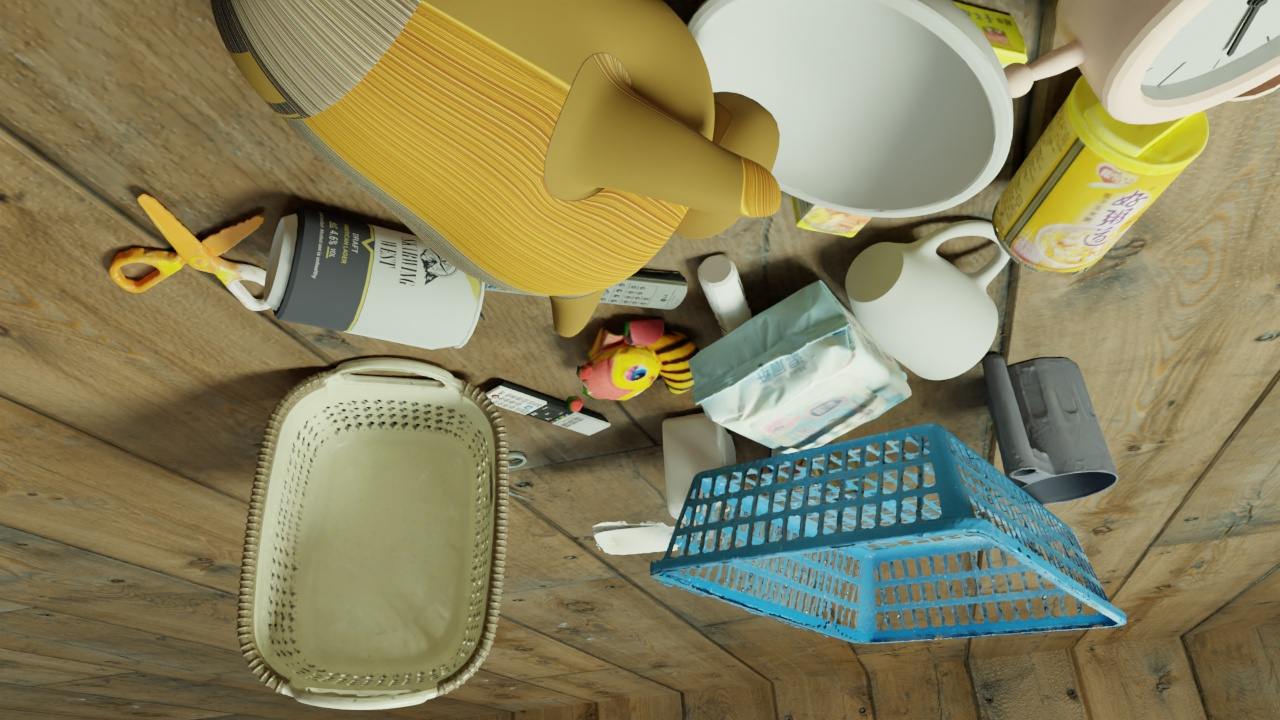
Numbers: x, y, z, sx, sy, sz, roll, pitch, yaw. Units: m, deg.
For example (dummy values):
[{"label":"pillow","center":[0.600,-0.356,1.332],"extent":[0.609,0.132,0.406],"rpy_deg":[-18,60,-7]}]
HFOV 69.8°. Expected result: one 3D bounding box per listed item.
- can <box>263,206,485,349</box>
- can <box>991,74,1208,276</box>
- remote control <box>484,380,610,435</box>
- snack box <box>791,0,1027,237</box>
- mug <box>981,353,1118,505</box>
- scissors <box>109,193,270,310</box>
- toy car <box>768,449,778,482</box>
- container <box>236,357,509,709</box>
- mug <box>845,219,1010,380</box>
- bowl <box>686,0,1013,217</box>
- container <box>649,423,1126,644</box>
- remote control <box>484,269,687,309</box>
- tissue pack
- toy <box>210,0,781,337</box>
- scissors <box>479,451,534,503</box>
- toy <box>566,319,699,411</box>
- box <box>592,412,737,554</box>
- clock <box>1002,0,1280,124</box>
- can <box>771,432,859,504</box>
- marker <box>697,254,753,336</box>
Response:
[{"label":"can","center":[-0.150,-0.045,0.541],"extent":[0.127,0.064,0.064],"rpy_deg":[12,149,-29]},{"label":"can","center":[0.241,-0.099,0.490],"extent":[0.067,0.067,0.105],"rpy_deg":[-2,153,-5]},{"label":"remote control","center":[-0.079,0.040,0.773],"extent":[0.028,0.011,0.124],"rpy_deg":[-26,146,36]},{"label":"snack box","center":[0.132,-0.119,0.478],"extent":[0.040,0.028,0.148],"rpy_deg":[6,151,-21]},{"label":"mug","center":[0.329,0.056,0.765],"extent":[0.123,0.103,0.084],"rpy_deg":[19,145,-38]},{"label":"scissors","center":[-0.260,-0.060,0.553],"extent":[0.126,0.011,0.127],"rpy_deg":[-19,151,29]},{"label":"toy car","center":[0.128,0.122,0.937],"extent":[0.062,0.033,0.092],"rpy_deg":[-21,149,16]},{"label":"container","center":[-0.198,0.136,0.708],"extent":[0.184,0.245,0.143],"rpy_deg":[5,161,-10]},{"label":"mug","center":[0.189,-0.050,0.594],"extent":[0.089,0.071,0.107],"rpy_deg":[29,111,-35]},{"label":"bowl","center":[0.094,-0.126,0.411],"extent":[0.149,0.043,0.150],"rpy_deg":[23,160,9]},{"label":"container","center":[0.211,0.156,0.751],"extent":[0.258,0.089,0.362],"rpy_deg":[-17,148,35]},{"label":"remote control","center":[-0.036,-0.050,0.601],"extent":[0.136,0.013,0.033],"rpy_deg":[4,152,-16]},{"label":"tissue pack","center":[0.121,0.016,0.662],"extent":[0.112,0.070,0.181],"rpy_deg":[-32,151,19]},{"label":"toy","center":[-0.059,-0.116,0.354],"extent":[0.203,0.162,0.199],"rpy_deg":[28,178,-43]},{"label":"scissors","center":[-0.169,0.117,0.909],"extent":[0.173,0.014,0.142],"rpy_deg":[16,144,-32]},{"label":"toy","center":[-0.004,0.004,0.679],"extent":[0.103,0.046,0.084],"rpy_deg":[-6,132,-20]},{"label":"box","center":[0.020,0.126,0.835],"extent":[0.137,0.125,0.109],"rpy_deg":[-9,153,14]},{"label":"clock","center":[0.239,-0.165,0.371],"extent":[0.160,0.086,0.131],"rpy_deg":[-4,155,-22]},{"label":"can","center":[0.160,0.093,0.832],"extent":[0.043,0.086,0.086],"rpy_deg":[-26,146,37]},{"label":"marker","center":[0.065,-0.032,0.642],"extent":[0.025,0.025,0.126],"rpy_deg":[-11,152,12]}]
